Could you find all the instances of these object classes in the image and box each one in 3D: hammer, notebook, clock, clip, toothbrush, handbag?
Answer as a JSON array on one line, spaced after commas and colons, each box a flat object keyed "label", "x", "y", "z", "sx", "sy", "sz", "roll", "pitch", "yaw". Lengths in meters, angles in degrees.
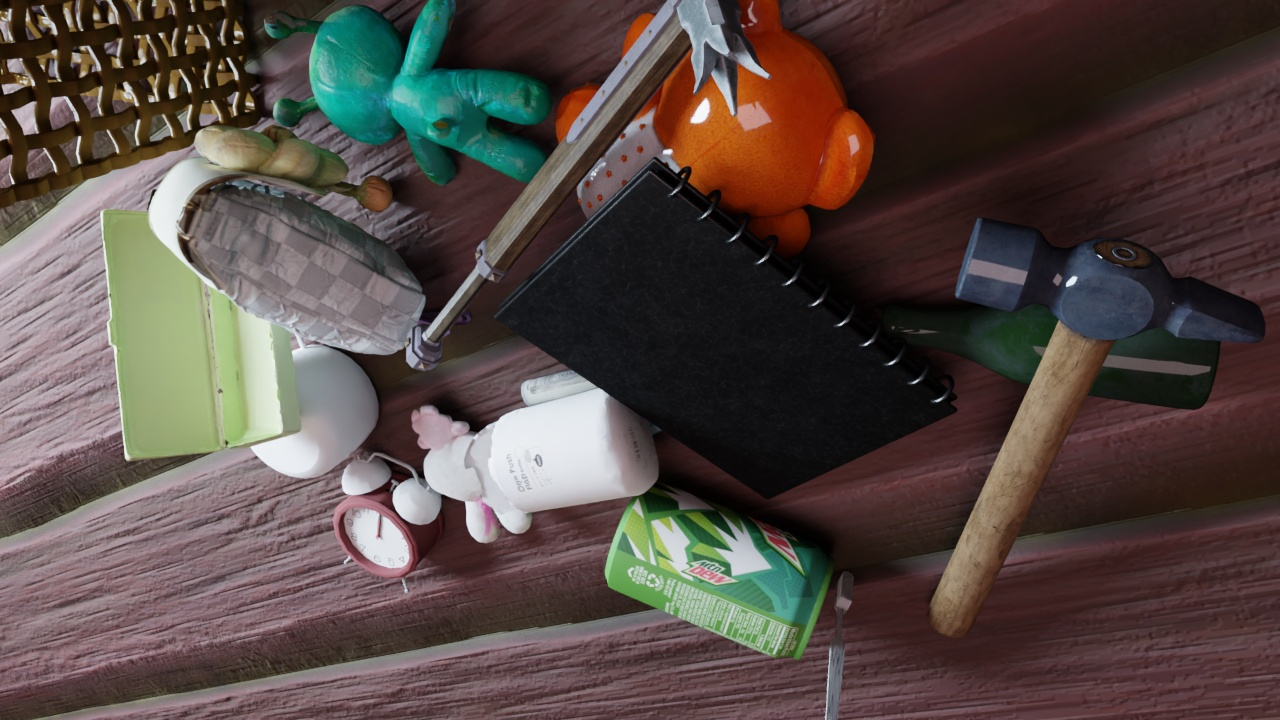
[{"label": "hammer", "x": 0.214, "y": 0.068, "z": 0.521, "sx": 0.129, "sy": 0.040, "sz": 0.322, "roll": 16, "pitch": 136, "yaw": 15}, {"label": "notebook", "x": 0.051, "y": -0.004, "z": 0.546, "sx": 0.231, "sy": 0.019, "sz": 0.170, "roll": 35, "pitch": 137, "yaw": -20}, {"label": "clock", "x": -0.211, "y": 0.131, "z": 0.770, "sx": 0.087, "sy": 0.044, "sz": 0.125, "roll": 21, "pitch": 124, "yaw": 11}, {"label": "clip", "x": -0.150, "y": -0.026, "z": 0.670, "sx": 0.051, "sy": 0.045, "sz": 0.014, "roll": -10, "pitch": 115, "yaw": 12}, {"label": "toothbrush", "x": 0.125, "y": 0.194, "z": 0.581, "sx": 0.010, "sy": 0.181, "sz": 0.010, "roll": 21, "pitch": 119, "yaw": 5}, {"label": "hammer", "x": -0.057, "y": -0.093, "z": 0.516, "sx": 0.028, "sy": 0.146, "sz": 0.318, "roll": 19, "pitch": 135, "yaw": -33}, {"label": "handbag", "x": -0.220, "y": -0.082, "z": 0.610, "sx": 0.171, "sy": 0.123, "sz": 0.113, "roll": 31, "pitch": 174, "yaw": -38}, {"label": "toothbrush", "x": -0.004, "y": 0.004, "z": 0.629, "sx": 0.186, "sy": 0.022, "sz": 0.024, "roll": -16, "pitch": 127, "yaw": 30}]

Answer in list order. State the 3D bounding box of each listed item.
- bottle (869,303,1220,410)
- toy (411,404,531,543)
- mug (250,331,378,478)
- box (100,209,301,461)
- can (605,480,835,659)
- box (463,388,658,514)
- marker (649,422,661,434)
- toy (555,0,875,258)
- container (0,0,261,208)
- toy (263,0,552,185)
[{"label": "bottle", "x": 0.216, "y": -0.012, "z": 0.510, "sx": 0.174, "sy": 0.055, "sz": 0.055, "roll": 8, "pitch": 119, "yaw": 22}, {"label": "toy", "x": -0.136, "y": 0.086, "z": 0.719, "sx": 0.076, "sy": 0.037, "sz": 0.125, "roll": -27, "pitch": 101, "yaw": 35}, {"label": "mug", "x": -0.267, "y": 0.031, "z": 0.726, "sx": 0.094, "sy": 0.067, "sz": 0.116, "roll": -3, "pitch": 115, "yaw": 24}, {"label": "box", "x": -0.317, "y": -0.026, "z": 0.673, "sx": 0.133, "sy": 0.061, "sz": 0.188, "roll": -11, "pitch": 81, "yaw": -9}, {"label": "can", "x": 0.055, "y": 0.146, "z": 0.643, "sx": 0.144, "sy": 0.082, "sz": 0.083, "roll": 20, "pitch": 122, "yaw": 12}, {"label": "box", "x": -0.064, "y": 0.068, "z": 0.649, "sx": 0.160, "sy": 0.091, "sz": 0.081, "roll": -14, "pitch": 93, "yaw": 25}, {"label": "marker", "x": -0.010, "y": 0.058, "z": 0.666, "sx": 0.142, "sy": 0.013, "sz": 0.013, "roll": -28, "pitch": 103, "yaw": 32}, {"label": "toy", "x": 0.041, "y": -0.118, "z": 0.511, "sx": 0.164, "sy": 0.092, "sz": 0.173, "roll": 52, "pitch": 136, "yaw": -6}, {"label": "container", "x": -0.415, "y": -0.243, "z": 0.550, "sx": 0.252, "sy": 0.218, "sz": 0.214, "roll": 12, "pitch": 120, "yaw": 17}, {"label": "toy", "x": -0.145, "y": -0.163, "z": 0.566, "sx": 0.193, "sy": 0.072, "sz": 0.131, "roll": 20, "pitch": 131, "yaw": 13}]
